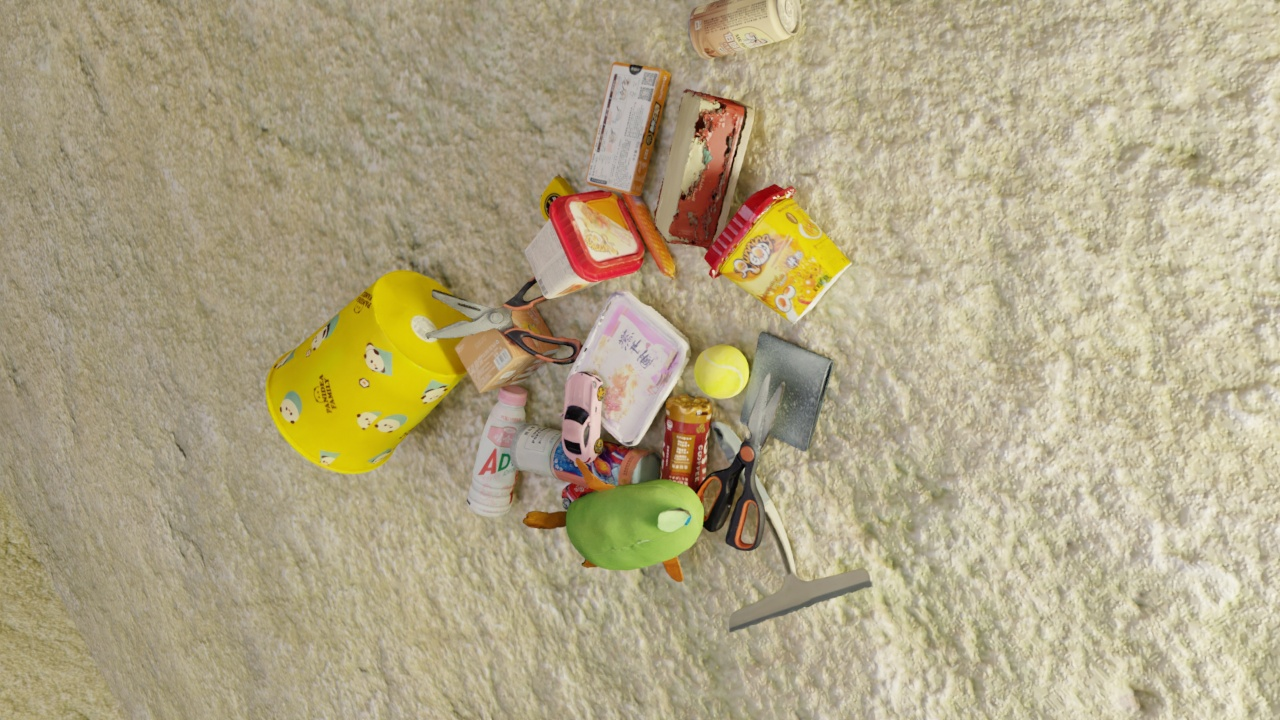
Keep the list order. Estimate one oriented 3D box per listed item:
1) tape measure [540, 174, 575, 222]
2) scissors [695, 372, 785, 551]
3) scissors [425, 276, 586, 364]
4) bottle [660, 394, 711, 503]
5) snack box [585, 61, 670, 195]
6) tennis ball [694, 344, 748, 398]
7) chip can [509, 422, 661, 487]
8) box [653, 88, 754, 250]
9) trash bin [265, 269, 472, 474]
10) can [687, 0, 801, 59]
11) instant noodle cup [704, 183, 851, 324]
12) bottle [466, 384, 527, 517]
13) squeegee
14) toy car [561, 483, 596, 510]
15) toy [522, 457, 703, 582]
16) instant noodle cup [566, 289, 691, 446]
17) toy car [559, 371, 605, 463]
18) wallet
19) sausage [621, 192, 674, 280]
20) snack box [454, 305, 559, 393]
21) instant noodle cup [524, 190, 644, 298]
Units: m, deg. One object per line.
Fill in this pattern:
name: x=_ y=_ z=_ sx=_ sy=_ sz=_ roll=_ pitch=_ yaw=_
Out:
tape measure: x=-0.106 y=-0.208 z=1.229 sx=0.060 sy=0.028 sz=0.057 roll=53 pitch=124 yaw=15
scissors: x=0.137 y=0.127 z=1.079 sx=0.160 sy=0.021 sz=0.235 roll=53 pitch=127 yaw=17
scissors: x=-0.169 y=-0.055 z=1.224 sx=0.189 sy=0.226 sz=0.015 roll=54 pitch=167 yaw=9
bottle: x=0.055 y=0.134 z=1.163 sx=0.057 sy=0.057 sz=0.175 roll=14 pitch=108 yaw=34
snack box: x=-0.017 y=-0.286 z=1.133 sx=0.075 sy=0.026 sz=0.154 roll=20 pitch=101 yaw=33
tennis ball: x=0.097 y=0.013 z=1.102 sx=0.066 sy=0.065 sz=0.065 roll=8 pitch=104 yaw=35
chip can: x=-0.076 y=0.138 z=1.253 sx=0.215 sy=0.071 sz=0.071 roll=10 pitch=105 yaw=34
box: x=0.062 y=-0.218 z=1.049 sx=0.091 sy=0.080 sz=0.168 roll=-118 pitch=38 yaw=-63
trash bin: x=-0.391 y=0.011 z=1.376 sx=0.256 sy=0.229 sz=0.229 roll=-36 pitch=77 yaw=30
can: x=0.114 y=-0.374 z=1.013 sx=0.116 sy=0.058 sz=0.058 roll=-2 pitch=98 yaw=37
instant noodle cup: x=0.155 y=-0.114 z=1.012 sx=0.123 sy=0.115 sz=0.116 roll=43 pitch=122 yaw=9
bottle: x=-0.207 y=0.132 z=1.353 sx=0.068 sy=0.068 sz=0.197 roll=25 pitch=111 yaw=30
squeegee: x=0.148 y=0.184 z=1.118 sx=0.247 sy=0.039 sz=0.246 roll=-37 pitch=71 yaw=46
toy car: x=-0.059 y=0.214 z=1.269 sx=0.120 sy=0.052 sz=0.045 roll=48 pitch=122 yaw=16
toy: x=-0.019 y=0.206 z=1.146 sx=0.247 sy=0.089 sz=0.227 roll=-20 pitch=122 yaw=38
instant noodle cup: x=-0.007 y=0.007 z=1.182 sx=0.138 sy=0.060 sz=0.174 roll=42 pitch=120 yaw=22
toy car: x=-0.077 y=0.074 z=1.189 sx=0.056 sy=0.037 sz=0.122 roll=12 pitch=106 yaw=33
wallet: x=0.170 y=0.037 z=1.084 sx=0.097 sy=0.019 sz=0.121 roll=25 pitch=115 yaw=32
sausage: x=0.005 y=-0.174 z=1.158 sx=0.022 sy=0.021 sz=0.165 roll=-31 pitch=80 yaw=36
snack box: x=-0.187 y=-0.018 z=1.288 sx=0.093 sy=0.094 sz=0.077 roll=-40 pitch=75 yaw=35
instant noodle cup: x=-0.078 y=-0.142 z=1.177 sx=0.124 sy=0.116 sz=0.116 roll=-30 pitch=81 yaw=48
